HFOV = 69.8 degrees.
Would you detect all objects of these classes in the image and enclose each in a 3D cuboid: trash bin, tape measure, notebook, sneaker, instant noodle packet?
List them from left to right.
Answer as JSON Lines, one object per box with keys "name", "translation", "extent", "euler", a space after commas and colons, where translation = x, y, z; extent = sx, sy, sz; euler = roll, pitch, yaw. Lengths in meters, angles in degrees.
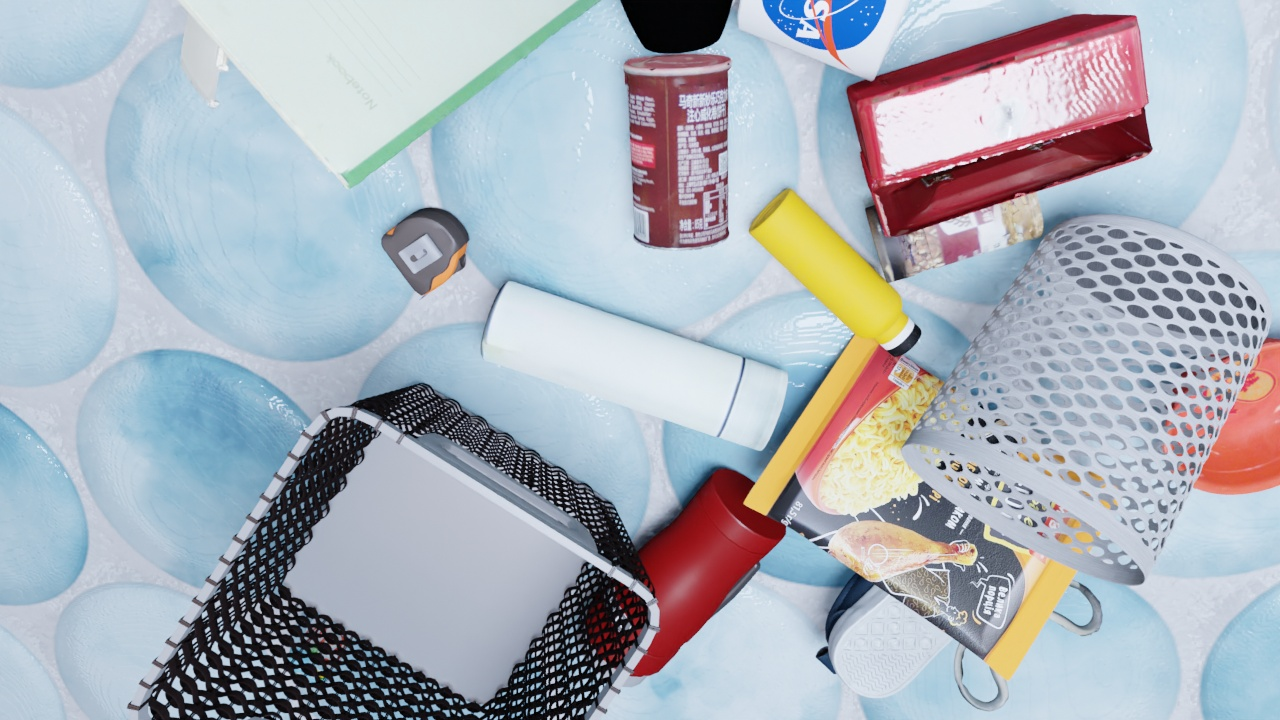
{"name": "notebook", "translation": [-0.143, -0.238, 0.535], "extent": [0.182, 0.251, 0.010], "euler": [50, 146, -15]}
{"name": "tape measure", "translation": [-0.163, -0.085, 0.706], "extent": [0.059, 0.038, 0.058], "euler": [-27, 108, 20]}
{"name": "sneaker", "translation": [0.229, 0.166, 0.734], "extent": [0.089, 0.087, 0.235], "euler": [41, 93, -1]}
{"name": "instant noodle packet", "translation": [0.213, 0.099, 0.669], "extent": [0.221, 0.032, 0.159], "euler": [33, 85, 11]}
{"name": "trash bin", "translation": [0.282, 0.020, 0.581], "extent": [0.156, 0.156, 0.183], "euler": [35, 82, -7]}

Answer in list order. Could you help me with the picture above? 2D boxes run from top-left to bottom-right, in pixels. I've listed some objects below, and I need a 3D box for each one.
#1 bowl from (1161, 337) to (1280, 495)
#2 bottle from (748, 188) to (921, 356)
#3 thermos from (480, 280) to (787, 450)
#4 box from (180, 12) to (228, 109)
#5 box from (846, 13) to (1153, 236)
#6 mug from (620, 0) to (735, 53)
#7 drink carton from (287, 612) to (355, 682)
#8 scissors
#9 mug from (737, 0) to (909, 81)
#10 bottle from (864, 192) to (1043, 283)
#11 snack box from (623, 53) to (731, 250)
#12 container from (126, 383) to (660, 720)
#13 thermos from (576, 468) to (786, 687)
{"name": "bowl", "translation": [0.427, 0.032, 0.648], "extent": [0.130, 0.045, 0.131], "euler": [0, 123, 0]}
{"name": "bottle", "translation": [0.144, -0.060, 0.662], "extent": [0.143, 0.043, 0.043], "euler": [42, 114, -10]}
{"name": "thermos", "translation": [-0.004, 0.004, 0.705], "extent": [0.230, 0.067, 0.068], "euler": [18, 116, 0]}
{"name": "box", "translation": [-0.241, -0.242, 0.564], "extent": [0.105, 0.187, 0.144], "euler": [19, 113, 2]}
{"name": "box", "translation": [0.211, -0.150, 0.564], "extent": [0.158, 0.128, 0.087], "euler": [-18, 107, 15]}
{"name": "mug", "translation": [0.037, -0.255, 0.577], "extent": [0.118, 0.085, 0.100], "euler": [-19, 127, -14]}
{"name": "drink carton", "translation": [-0.268, 0.231, 0.821], "extent": [0.044, 0.128, 0.039], "euler": [35, 129, -7]}
{"name": "scissors", "translation": [0.262, 0.181, 0.683], "extent": [0.171, 0.012, 0.157], "euler": [10, 87, 3]}
{"name": "mug", "translation": [0.122, -0.241, 0.545], "extent": [0.090, 0.090, 0.121], "euler": [24, 125, 7]}
{"name": "bottle", "translation": [0.213, -0.095, 0.627], "extent": [0.105, 0.056, 0.056], "euler": [-17, 111, 16]}
{"name": "snack box", "translation": [0.027, -0.143, 0.628], "extent": [0.072, 0.072, 0.121], "euler": [1, 116, 9]}
{"name": "container", "translation": [-0.156, 0.173, 0.675], "extent": [0.247, 0.243, 0.245], "euler": [33, 93, -7]}
{"name": "thermos", "translation": [0.040, 0.189, 0.782], "extent": [0.108, 0.084, 0.199], "euler": [19, 120, -37]}
